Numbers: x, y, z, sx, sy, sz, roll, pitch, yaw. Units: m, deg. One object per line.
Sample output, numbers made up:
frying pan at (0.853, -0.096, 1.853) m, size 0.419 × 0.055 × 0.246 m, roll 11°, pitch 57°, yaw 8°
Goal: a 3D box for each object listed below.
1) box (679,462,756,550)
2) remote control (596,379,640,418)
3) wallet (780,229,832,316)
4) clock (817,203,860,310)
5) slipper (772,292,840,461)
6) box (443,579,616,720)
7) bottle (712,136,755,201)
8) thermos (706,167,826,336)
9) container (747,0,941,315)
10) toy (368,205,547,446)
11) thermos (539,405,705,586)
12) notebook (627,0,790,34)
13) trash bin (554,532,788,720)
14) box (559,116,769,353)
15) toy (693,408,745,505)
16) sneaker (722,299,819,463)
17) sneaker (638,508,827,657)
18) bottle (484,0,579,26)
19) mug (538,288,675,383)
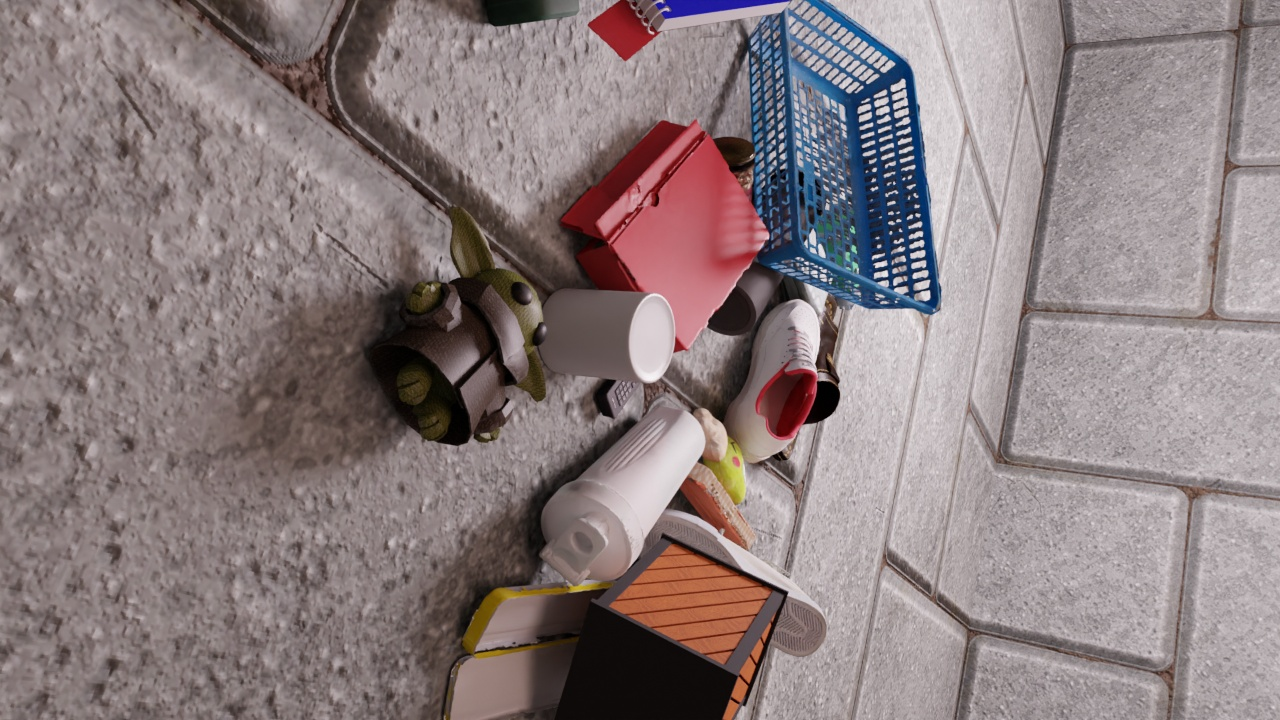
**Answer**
box at (0.076, 0.160, 1.049) m, size 0.042 × 0.083 × 0.187 m, roll -55°, pitch 142°, yaw -20°
remote control at (-0.006, 0.005, 0.940) m, size 0.136 × 0.015 × 0.032 m, roll -54°, pitch 138°, yaw -43°
wallet at (0.217, -0.134, 1.246) m, size 0.132 × 0.054 × 0.100 m, roll 68°, pitch 32°, yaw -35°
clock at (0.306, -0.145, 1.363) m, size 0.121 × 0.075 × 0.162 m, roll -58°, pitch 141°, yaw -36°
slipper at (0.239, 0.018, 1.280) m, size 0.113 × 0.076 × 0.267 m, roll 52°, pitch 52°, yaw -49°
box at (-0.090, 0.261, 0.831) m, size 0.209 × 0.036 × 0.129 m, roll 17°, pitch 91°, yaw -59°
bottle at (0.095, -0.185, 1.008) m, size 0.056 × 0.056 × 0.105 m, roll -50°, pitch 150°, yaw -42°
thermos at (0.145, -0.135, 1.096) m, size 0.239 × 0.082 × 0.082 m, roll -54°, pitch 138°, yaw -39°
container at (0.230, -0.237, 1.087) m, size 0.256 × 0.089 × 0.361 m, roll 17°, pitch 64°, yaw -37°
toy at (-0.127, -0.008, 0.680) m, size 0.152 × 0.078 × 0.179 m, roll -53°, pitch 134°, yaw -41°
thermos at (-0.013, 0.127, 0.881) m, size 0.219 × 0.099 × 0.099 m, roll -42°, pitch 129°, yaw -52°
notebook at (0.011, -0.365, 0.757) m, size 0.171 × 0.022 × 0.209 m, roll -26°, pitch 79°, yaw -40°
trash bin at (0.033, 0.281, 0.867) m, size 0.171 × 0.140 × 0.140 m, roll -24°, pitch 134°, yaw -65°
box at (0.034, -0.119, 0.911) m, size 0.213 × 0.153 × 0.165 m, roll -53°, pitch 161°, yaw -41°
toy at (0.092, 0.109, 1.075) m, size 0.092 × 0.046 × 0.115 m, roll -83°, pitch 148°, yaw -63°
sneaker at (0.189, 0.013, 1.147) m, size 0.090 × 0.105 × 0.236 m, roll 37°, pitch 61°, yaw -14°
sneaker at (0.092, 0.239, 1.015) m, size 0.089 × 0.242 × 0.091 m, roll -57°, pitch -170°, yaw 1°
bottle at (-0.091, -0.328, 0.701) m, size 0.061 × 0.061 × 0.131 m, roll -34°, pitch 123°, yaw -48°
mug at (-0.022, -0.017, 0.831) m, size 0.112 × 0.097 × 0.078 m, roll 39°, pitch 62°, yaw -54°
